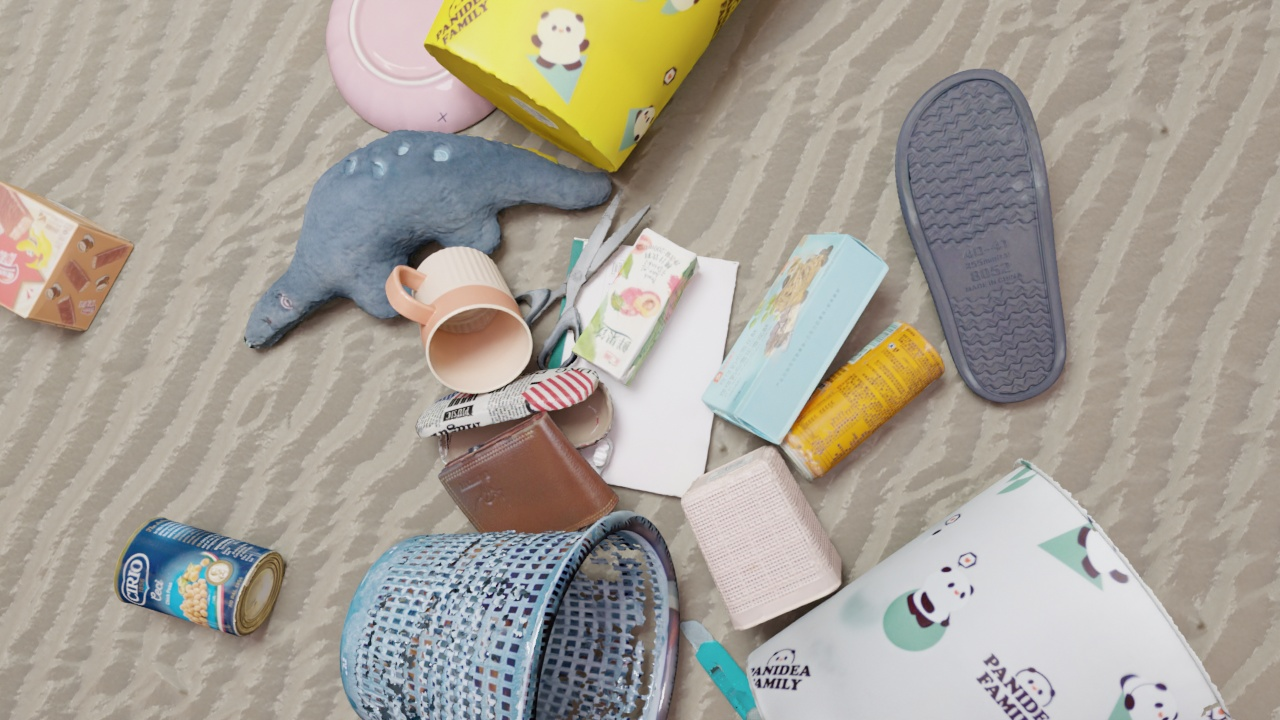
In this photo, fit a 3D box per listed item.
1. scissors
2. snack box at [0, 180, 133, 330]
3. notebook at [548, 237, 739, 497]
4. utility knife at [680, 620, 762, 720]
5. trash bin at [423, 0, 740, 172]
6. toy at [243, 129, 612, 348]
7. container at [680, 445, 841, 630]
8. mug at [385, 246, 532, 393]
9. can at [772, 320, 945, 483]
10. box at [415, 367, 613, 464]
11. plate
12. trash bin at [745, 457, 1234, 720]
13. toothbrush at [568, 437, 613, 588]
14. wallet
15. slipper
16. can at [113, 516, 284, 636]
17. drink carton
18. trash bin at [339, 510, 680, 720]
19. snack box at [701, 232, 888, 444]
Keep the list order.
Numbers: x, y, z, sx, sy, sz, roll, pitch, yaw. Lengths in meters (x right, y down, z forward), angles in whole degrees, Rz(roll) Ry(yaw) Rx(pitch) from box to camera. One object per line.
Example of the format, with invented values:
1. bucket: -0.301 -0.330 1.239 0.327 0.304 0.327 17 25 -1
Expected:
1. scissors: -0.061 -0.069 0.798 0.163 0.014 0.165 -7 78 16
2. snack box: -0.536 -0.092 0.821 0.093 0.077 0.094 27 87 7
3. notebook: -0.005 0.005 0.796 0.150 0.012 0.209 10 84 7
4. utility knife: 0.090 0.286 0.757 0.029 0.013 0.174 -39 82 -2
5. trash bin: -0.030 -0.309 0.734 0.229 0.229 0.255 33 93 8
6. toy: -0.207 -0.122 0.796 0.356 0.091 0.138 -26 110 3
7. container: 0.093 0.135 0.723 0.090 0.089 0.111 -27 88 13
8. mug: -0.153 -0.041 0.746 0.114 0.106 0.082 24 111 -34
9. can: 0.177 0.033 0.753 0.146 0.058 0.058 -40 82 0
10. box: -0.109 0.039 0.758 0.163 0.086 0.076 -12 65 19
11. plate: -0.199 -0.301 0.832 0.192 0.039 0.192 -1 84 5
12. trash bin: 0.229 0.233 0.653 0.252 0.229 0.229 -33 82 6
13. toothbrush: -0.053 0.152 0.775 0.016 0.016 0.180 16 92 10
14. wallet: -0.093 0.103 0.746 0.125 0.032 0.101 -29 108 27
15. slipper: 0.276 -0.099 0.756 0.111 0.083 0.268 -14 101 11
16. can: -0.371 0.183 0.778 0.111 0.075 0.075 15 85 6
17. drink carton: -0.003 -0.044 0.772 0.053 0.045 0.122 29 86 15
18. trash bin: -0.102 0.215 0.687 0.195 0.226 0.226 3 84 27
19. snack box: 0.124 -0.021 0.749 0.051 0.074 0.175 34 87 -19
